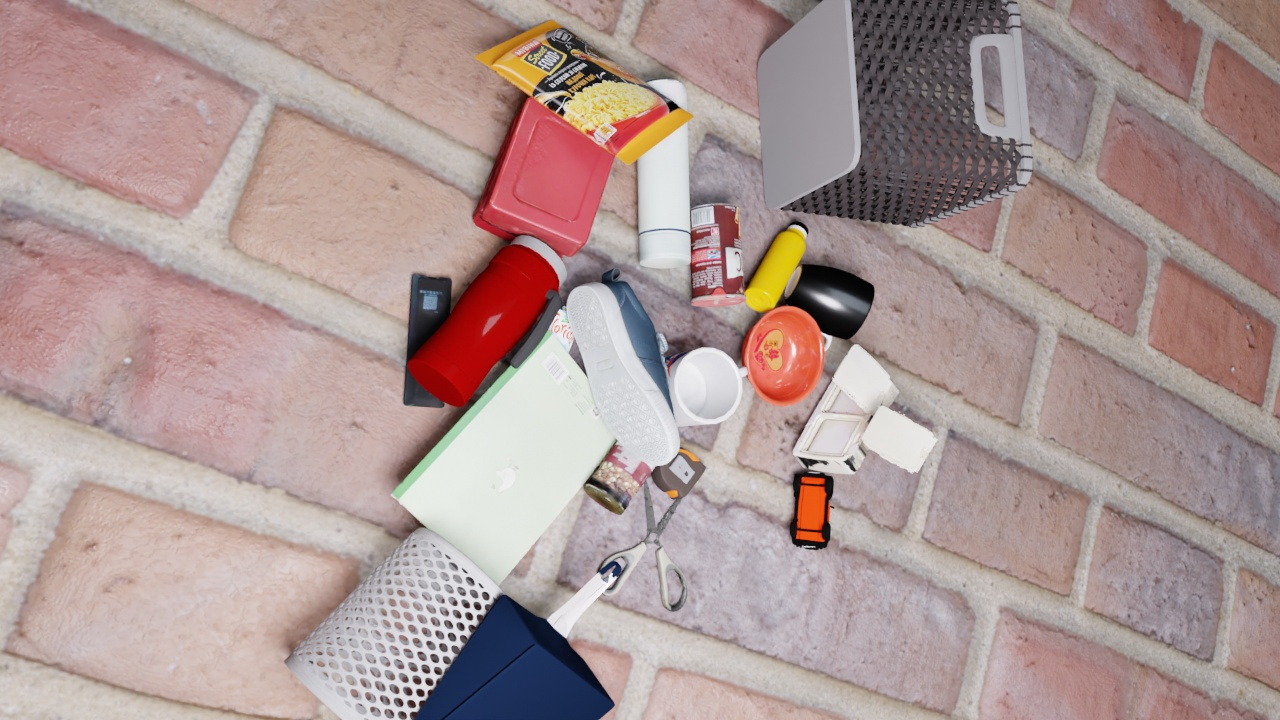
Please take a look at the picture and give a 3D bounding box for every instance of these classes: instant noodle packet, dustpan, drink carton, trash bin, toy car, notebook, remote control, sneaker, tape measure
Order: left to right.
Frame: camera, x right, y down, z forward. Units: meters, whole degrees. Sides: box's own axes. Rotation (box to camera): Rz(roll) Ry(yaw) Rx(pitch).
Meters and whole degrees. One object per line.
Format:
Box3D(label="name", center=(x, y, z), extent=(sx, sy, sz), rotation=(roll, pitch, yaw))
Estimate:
Box3D(label="trash bin", center=(-0.236, 0.284, 0.936), extent=(0.156, 0.157, 0.183), rotation=(47, 66, -13))
Box3D(label="remote control", center=(-0.239, -0.022, 1.037), extent=(0.047, 0.022, 0.150), rotation=(4, 83, -23))
Box3D(label="notebook", center=(-0.137, 0.111, 1.042), extent=(0.252, 0.010, 0.182), rotation=(-50, 124, -20))
Box3D(label="dustpan", center=(-0.111, 0.328, 0.971), extent=(0.273, 0.080, 0.236), rotation=(-38, 142, -7))
Box3D(label="drink carton", center=(-0.112, -0.004, 1.082), extent=(0.044, 0.039, 0.128), rotation=(26, 75, -19))
Box3D(label="instant noodle packet", center=(-0.062, -0.321, 1.079), extent=(0.221, 0.032, 0.159), rotation=(36, 45, 7))
Box3D(label="sneaker", center=(-0.006, 0.006, 1.073), extent=(0.087, 0.089, 0.235), rotation=(-21, 88, -46))
Box3D(label="tape measure", center=(0.046, 0.135, 1.135), extent=(0.059, 0.038, 0.058), rotation=(45, 63, -8))
Box3D(label="toy car", center=(0.226, 0.197, 1.201), extent=(0.048, 0.051, 0.100), rotation=(27, 67, -64))

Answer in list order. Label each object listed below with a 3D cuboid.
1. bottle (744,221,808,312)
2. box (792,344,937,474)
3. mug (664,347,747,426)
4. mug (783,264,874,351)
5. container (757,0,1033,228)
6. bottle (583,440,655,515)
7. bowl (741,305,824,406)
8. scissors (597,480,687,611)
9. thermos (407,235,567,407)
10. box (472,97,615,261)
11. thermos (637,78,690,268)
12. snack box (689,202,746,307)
Box3D(label="bottle", center=(0.184, -0.128, 1.214), extent=(0.043, 0.043, 0.143), rotation=(41, 57, -15))
Box3D(label="box", center=(0.275, 0.057, 1.152), extent=(0.105, 0.188, 0.143), rotation=(47, 62, -29))
Box3D(label="mug", center=(0.077, 0.030, 1.133), extent=(0.121, 0.090, 0.091), rotation=(-17, 91, -24))
Box3D(label="mug", center=(0.240, -0.070, 1.230), extent=(0.100, 0.084, 0.119), rotation=(24, 105, -7))
Box3D(label="container", center=(0.316, -0.320, 1.196), extent=(0.243, 0.246, 0.247), rotation=(-1, 85, -21))
Box3D(label="bottle", center=(-0.016, 0.127, 1.100), extent=(0.056, 0.056, 0.105), rotation=(41, 71, -15))
Box3D(label="bowl", center=(0.177, -0.007, 1.199), extent=(0.130, 0.045, 0.130), rotation=(-3, 96, -30))
Box3D(label="scissors", center=(0.013, 0.237, 1.126), extent=(0.170, 0.013, 0.157), rotation=(-34, 98, -24))
Box3D(label="thermos", center=(-0.157, -0.042, 1.021), extent=(0.108, 0.084, 0.198), rotation=(23, 61, 23))
Box3D(label="box", center=(-0.111, -0.212, 1.082), extent=(0.128, 0.087, 0.157), rotation=(21, 76, -15))
Box3D(label="thermos", center=(0.029, -0.232, 1.154), extent=(0.067, 0.068, 0.230), rotation=(0, 84, -24))
Box3D(label="snack box", center=(0.096, -0.133, 1.170), extent=(0.072, 0.072, 0.121), rotation=(0, 83, -24))
